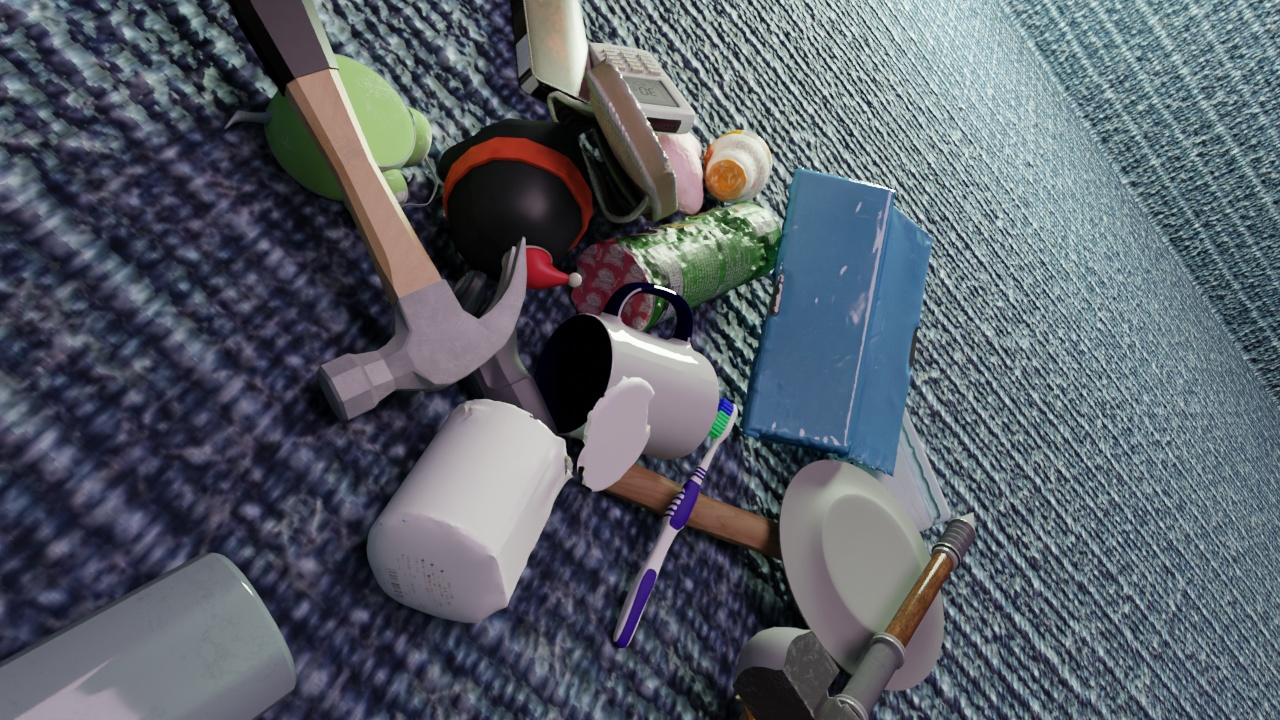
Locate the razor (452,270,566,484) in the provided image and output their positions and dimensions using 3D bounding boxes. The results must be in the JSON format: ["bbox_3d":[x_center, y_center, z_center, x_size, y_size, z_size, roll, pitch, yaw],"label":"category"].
[{"bbox_3d":[-0.081,0.014,0.565,0.052,0.047,0.143,-28,90,-28],"label":"razor"}]

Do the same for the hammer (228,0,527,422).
[{"bbox_3d":[-0.171,-0.136,0.496,0.131,0.039,0.328,-27,93,-25],"label":"hammer"}]

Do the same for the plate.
[{"bbox_3d":[0.174,0.157,0.695,0.178,0.012,0.178,22,51,-30],"label":"plate"}]

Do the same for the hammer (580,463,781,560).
[{"bbox_3d":[0.092,0.130,0.681,0.328,0.052,0.097,25,49,-32],"label":"hammer"}]

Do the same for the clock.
[{"bbox_3d":[-0.175,-0.136,0.557,0.119,0.043,0.094,35,45,-29],"label":"clock"}]

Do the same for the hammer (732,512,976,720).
[{"bbox_3d":[0.190,0.185,0.654,0.321,0.043,0.156,-31,86,-49],"label":"hammer"}]

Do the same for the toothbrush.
[{"bbox_3d":[0.024,0.101,0.603,0.016,0.015,0.186,37,61,-15],"label":"toothbrush"}]

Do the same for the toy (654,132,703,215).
[{"bbox_3d":[0.019,-0.177,0.791,0.093,0.050,0.102,29,38,-30],"label":"toy"}]

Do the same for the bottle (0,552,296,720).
[{"bbox_3d":[-0.211,0.139,0.333,0.160,0.046,0.072,-31,91,-52],"label":"bottle"}]

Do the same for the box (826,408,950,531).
[{"bbox_3d":[0.199,0.069,0.837,0.096,0.086,0.198,-16,75,-20],"label":"box"}]

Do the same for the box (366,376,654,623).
[{"bbox_3d":[-0.063,0.066,0.501,0.159,0.119,0.085,-68,156,-48],"label":"box"}]

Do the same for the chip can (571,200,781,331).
[{"bbox_3d":[0.038,-0.079,0.732,0.222,0.076,0.075,-27,87,-53],"label":"chip can"}]

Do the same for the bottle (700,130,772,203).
[{"bbox_3d":[0.085,-0.174,0.839,0.063,0.063,0.108,53,23,-8],"label":"bottle"}]

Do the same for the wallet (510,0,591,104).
[{"bbox_3d":[-0.073,-0.267,0.774,0.072,0.020,0.123,16,55,-42],"label":"wallet"}]

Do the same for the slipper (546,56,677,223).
[{"bbox_3d":[-0.021,-0.146,0.643,0.115,0.052,0.263,59,1,-5],"label":"slipper"}]

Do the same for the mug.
[{"bbox_3d":[-0.004,0.004,0.609,0.096,0.079,0.112,18,91,-40],"label":"mug"}]

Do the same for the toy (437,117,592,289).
[{"bbox_3d":[-0.080,-0.096,0.588,0.097,0.100,0.119,35,43,-30],"label":"toy"}]

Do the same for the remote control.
[{"bbox_3d":[-0.003,-0.232,0.778,0.060,0.025,0.138,0,40,-23],"label":"remote control"}]

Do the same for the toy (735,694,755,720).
[{"bbox_3d":[0.041,0.274,0.511,0.196,0.065,0.263,49,37,-21],"label":"toy"}]

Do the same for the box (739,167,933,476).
[{"bbox_3d":[0.180,-0.032,0.769,0.173,0.066,0.231,16,78,-21],"label":"box"}]
